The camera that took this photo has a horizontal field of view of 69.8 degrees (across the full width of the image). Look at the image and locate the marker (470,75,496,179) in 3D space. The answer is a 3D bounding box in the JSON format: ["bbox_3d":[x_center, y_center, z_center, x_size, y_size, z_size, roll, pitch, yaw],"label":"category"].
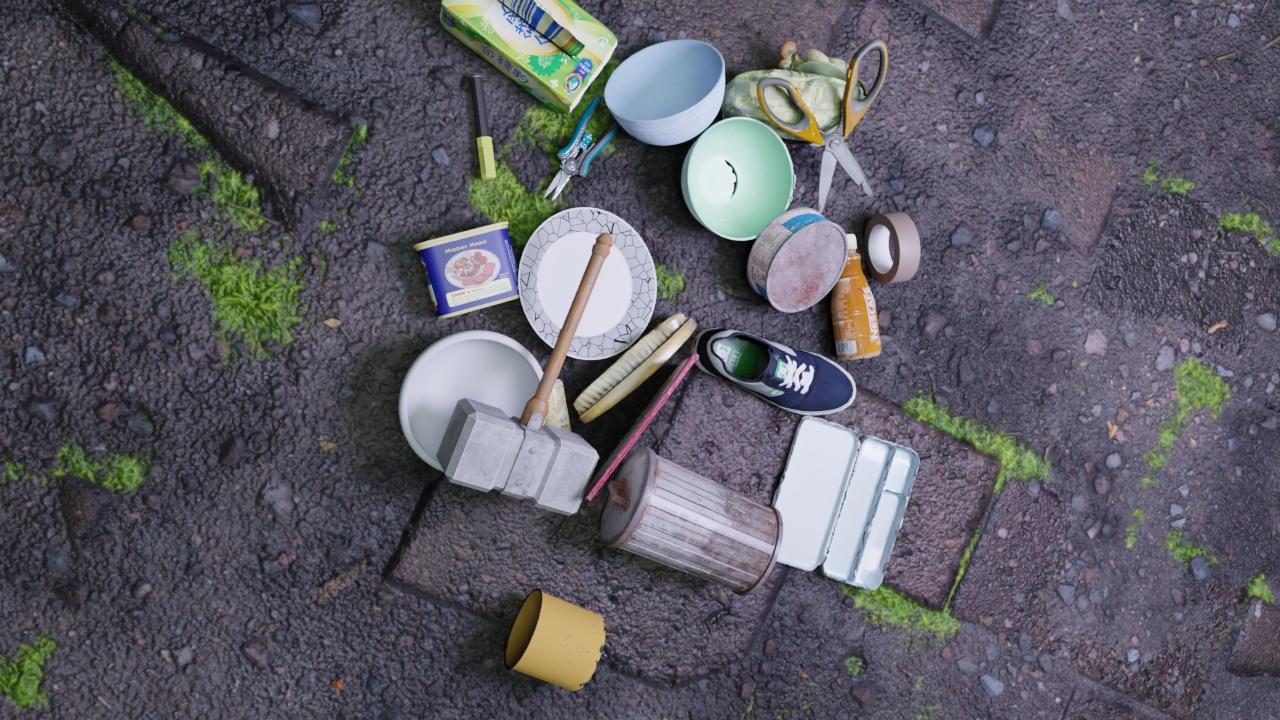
[{"bbox_3d":[-0.193,-0.285,1.122,0.017,0.021,0.124,-7,93,-15],"label":"marker"}]

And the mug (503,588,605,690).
[{"bbox_3d":[-0.109,0.353,1.135,0.094,0.100,0.124,26,126,-16],"label":"mug"}]

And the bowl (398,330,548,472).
[{"bbox_3d":[-0.203,0.047,1.102,0.176,0.066,0.177,-5,104,-20],"label":"bowl"}]

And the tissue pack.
[{"bbox_3d":[-0.127,-0.394,1.072,0.197,0.141,0.120,29,85,-14],"label":"tissue pack"}]

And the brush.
[{"bbox_3d":[-0.007,0.007,1.162,0.195,0.059,0.043,-41,92,-11],"label":"brush"}]

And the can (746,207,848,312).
[{"bbox_3d":[0.203,-0.129,1.182,0.129,0.044,0.130,-19,132,-23],"label":"can"}]

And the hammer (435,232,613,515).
[{"bbox_3d":[-0.097,0.003,1.049,0.162,0.083,0.318,21,94,-24],"label":"hammer"}]

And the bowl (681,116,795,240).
[{"bbox_3d":[0.113,-0.229,1.168,0.150,0.077,0.151,-4,100,-21],"label":"bowl"}]

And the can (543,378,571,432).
[{"bbox_3d":[-0.110,0.065,1.147,0.038,0.038,0.079,-11,95,-14],"label":"can"}]

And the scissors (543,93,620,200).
[{"bbox_3d":[-0.076,-0.270,1.153,0.126,0.019,0.144,-9,100,-19],"label":"scissors"}]

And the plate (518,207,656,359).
[{"bbox_3d":[-0.066,-0.096,1.148,0.188,0.016,0.188,0,89,-28],"label":"plate"}]

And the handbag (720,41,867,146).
[{"bbox_3d":[0.195,-0.346,1.174,0.186,0.113,0.117,5,83,-14],"label":"handbag"}]

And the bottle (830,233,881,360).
[{"bbox_3d":[0.283,-0.085,1.232,0.059,0.059,0.167,-8,91,-14],"label":"bottle"}]

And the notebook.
[{"bbox_3d":[-0.002,0.082,1.118,0.012,0.153,0.208,37,83,0],"label":"notebook"}]

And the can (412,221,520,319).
[{"bbox_3d":[-0.204,-0.108,1.108,0.116,0.056,0.092,-17,97,-13],"label":"can"}]

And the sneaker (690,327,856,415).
[{"bbox_3d":[0.185,0.017,1.200,0.235,0.079,0.084,18,86,-15],"label":"sneaker"}]

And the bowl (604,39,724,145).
[{"bbox_3d":[0.037,-0.319,1.134,0.150,0.150,0.075,-37,141,-10],"label":"bowl"}]

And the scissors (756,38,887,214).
[{"bbox_3d":[0.244,-0.293,1.130,0.217,0.016,0.225,-42,120,14],"label":"scissors"}]

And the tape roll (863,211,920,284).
[{"bbox_3d":[0.334,-0.150,1.224,0.030,0.094,0.094,-9,94,-14],"label":"tape roll"}]

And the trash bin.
[{"bbox_3d":[0.056,0.201,1.149,0.211,0.131,0.130,25,86,-15],"label":"trash bin"}]

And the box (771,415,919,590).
[{"bbox_3d":[0.273,0.196,1.257,0.189,0.037,0.208,17,87,-6],"label":"box"}]
